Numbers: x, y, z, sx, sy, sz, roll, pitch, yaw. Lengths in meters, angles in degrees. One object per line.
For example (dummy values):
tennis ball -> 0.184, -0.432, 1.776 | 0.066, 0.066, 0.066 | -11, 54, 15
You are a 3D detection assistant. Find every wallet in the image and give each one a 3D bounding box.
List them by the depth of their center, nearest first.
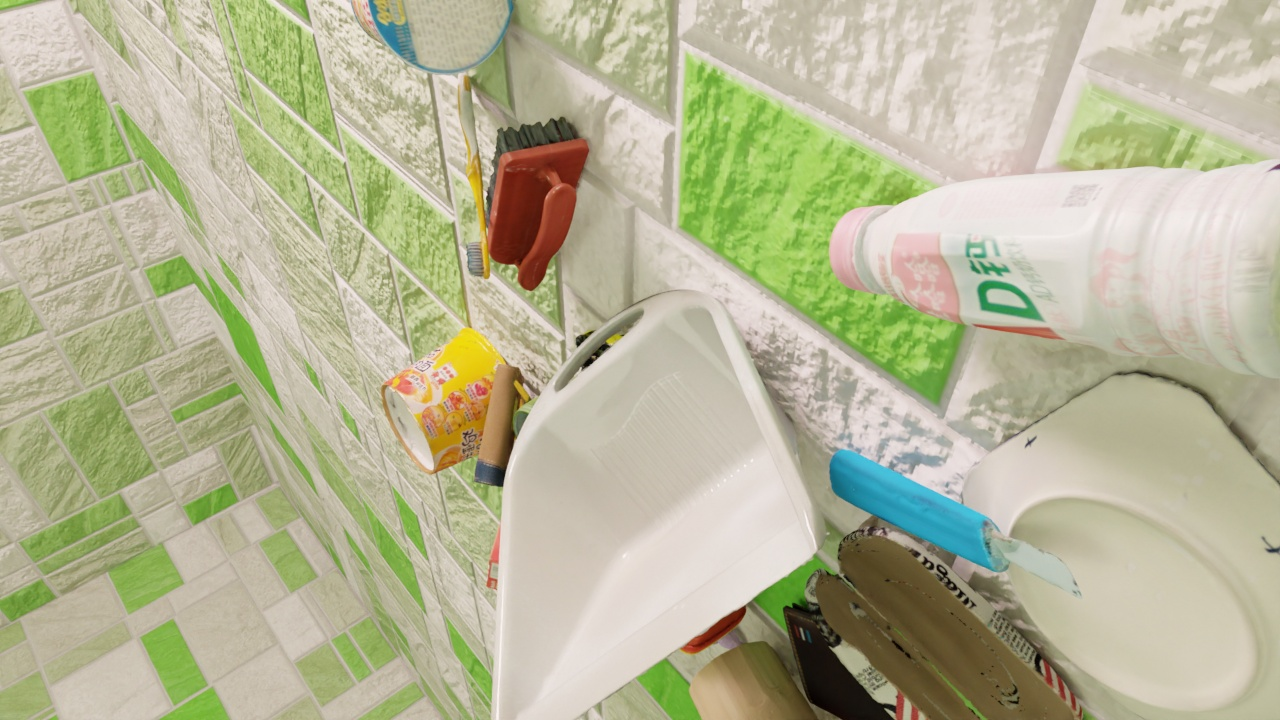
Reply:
wallet -> 0.159, 0.229, 0.652 | 0.122, 0.020, 0.096 | 8, 123, 54
wallet -> -0.136, 0.064, 0.887 | 0.090, 0.033, 0.115 | 130, 148, -81

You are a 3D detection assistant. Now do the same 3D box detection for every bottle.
bottle -> 0.154, -0.041, 0.356 | 0.197, 0.068, 0.068 | 16, 130, 58

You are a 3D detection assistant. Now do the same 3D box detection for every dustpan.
dustpan -> -0.015, 0.064, 0.553 | 0.223, 0.257, 0.142 | -41, 92, 20

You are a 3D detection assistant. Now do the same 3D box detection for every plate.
plate -> 0.222, 0.100, 0.409 | 0.164, 0.034, 0.164 | 52, 151, 14

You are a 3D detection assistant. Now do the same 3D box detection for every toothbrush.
toothbrush -> -0.128, -0.144, 0.686 | 0.016, 0.018, 0.191 | 123, 141, -59

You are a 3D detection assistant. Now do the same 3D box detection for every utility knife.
utility knife -> 0.153, 0.082, 0.476 | 0.191, 0.018, 0.034 | -156, 48, -69

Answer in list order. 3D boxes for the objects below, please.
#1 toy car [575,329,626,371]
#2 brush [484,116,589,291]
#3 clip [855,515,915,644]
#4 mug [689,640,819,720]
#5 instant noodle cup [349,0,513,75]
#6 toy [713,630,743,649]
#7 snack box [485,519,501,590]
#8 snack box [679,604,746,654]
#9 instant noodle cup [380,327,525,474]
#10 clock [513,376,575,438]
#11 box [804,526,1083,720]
toy car -> -0.004, 0.004, 0.692 | 0.105, 0.032, 0.048 | 17, 130, 37
brush -> -0.080, -0.108, 0.677 | 0.069, 0.063, 0.146 | 66, 156, 17
clip -> 0.141, 0.143, 0.584 | 0.083, 0.034, 0.105 | 10, 120, 55
mug -> 0.104, 0.297, 0.734 | 0.103, 0.084, 0.124 | 58, -176, 40
instant noodle cup -> -0.155, -0.253, 0.641 | 0.110, 0.099, 0.099 | 31, 141, 55
toy -> 0.042, 0.230, 0.824 | 0.084, 0.038, 0.108 | 44, 155, -18
snack box -> -0.121, 0.145, 0.912 | 0.025, 0.152, 0.075 | 15, 146, -4
snack box -> 0.040, 0.173, 0.731 | 0.091, 0.081, 0.080 | 43, 138, 28
instant noodle cup -> -0.202, 0.049, 0.975 | 0.138, 0.109, 0.138 | 38, 144, 34
clock -> -0.054, 0.083, 0.822 | 0.161, 0.056, 0.116 | 32, 142, 42
box -> 0.171, 0.160, 0.510 | 0.163, 0.088, 0.076 | 43, -166, 4
